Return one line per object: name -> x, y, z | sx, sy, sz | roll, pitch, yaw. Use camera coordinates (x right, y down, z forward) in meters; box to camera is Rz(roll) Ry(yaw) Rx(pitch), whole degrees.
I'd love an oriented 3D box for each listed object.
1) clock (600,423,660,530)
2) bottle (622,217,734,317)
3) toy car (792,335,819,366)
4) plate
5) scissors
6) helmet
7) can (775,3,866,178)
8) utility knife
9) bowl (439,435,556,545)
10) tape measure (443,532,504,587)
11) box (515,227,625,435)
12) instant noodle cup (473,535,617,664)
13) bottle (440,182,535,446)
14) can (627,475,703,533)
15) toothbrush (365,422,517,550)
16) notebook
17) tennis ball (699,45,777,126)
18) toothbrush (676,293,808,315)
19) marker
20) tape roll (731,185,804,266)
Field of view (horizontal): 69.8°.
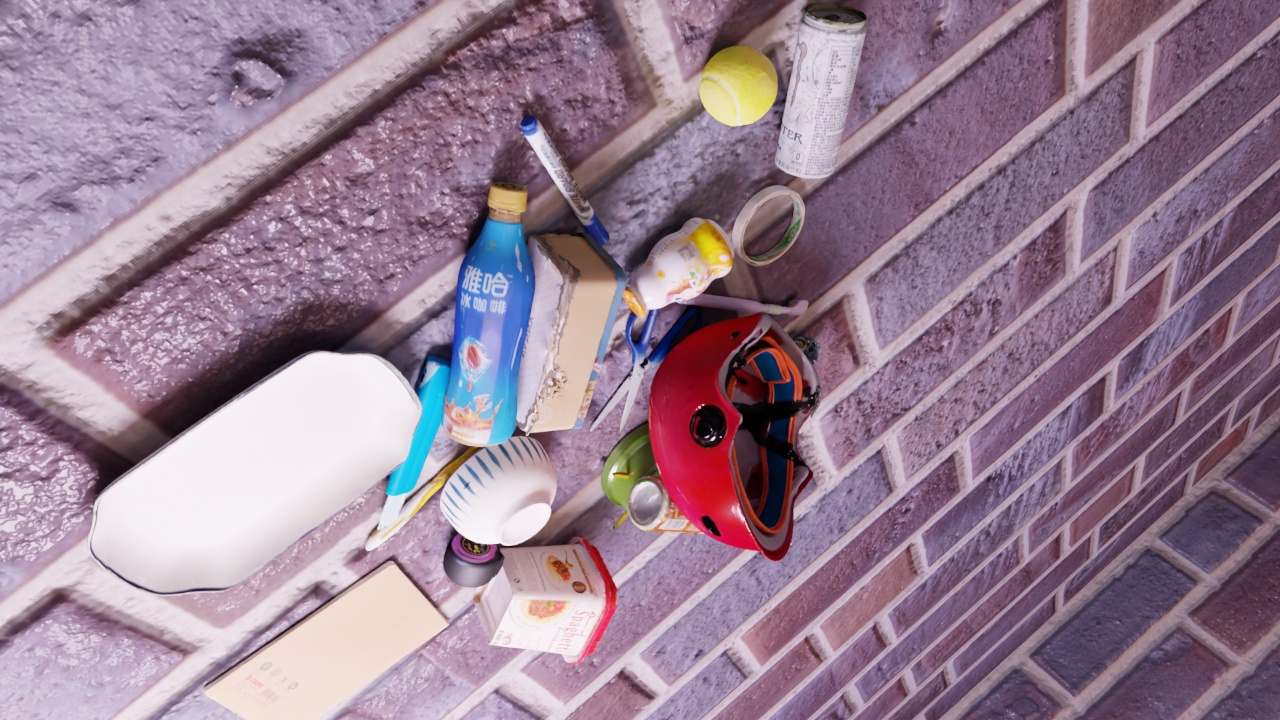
clock -> 0.032, 0.124, 1.042 | 0.161, 0.056, 0.116 | -22, 136, -25
bottle -> 0.033, -0.085, 0.861 | 0.108, 0.063, 0.063 | -36, 139, -10
toy car -> 0.164, 0.010, 1.076 | 0.105, 0.031, 0.049 | -39, 141, -5
plate -> -0.305, 0.085, 0.740 | 0.265, 0.034, 0.162 | -37, 139, -9
scissors -> 0.007, 0.003, 0.953 | 0.160, 0.012, 0.164 | -27, 139, -20
helmet -> 0.083, 0.077, 0.927 | 0.207, 0.144, 0.239 | 33, 60, -54
can -> 0.163, -0.244, 0.839 | 0.058, 0.058, 0.147 | -18, 133, -28
utility knife -> -0.205, 0.079, 0.830 | 0.034, 0.018, 0.188 | 3, 119, -44
bowl -> -0.128, 0.137, 0.893 | 0.116, 0.066, 0.117 | -30, 148, -21
tape measure -> -0.172, 0.204, 0.936 | 0.057, 0.057, 0.039 | -9, 130, -46
box -> -0.073, -0.028, 0.799 | 0.061, 0.089, 0.185 | -2, 128, -34
instant noodle cup -> -0.107, 0.261, 1.006 | 0.124, 0.116, 0.116 | 10, 117, -32
bottle -> -0.122, -0.037, 0.761 | 0.065, 0.065, 0.219 | -5, 116, -38
can -> 0.053, 0.159, 0.999 | 0.147, 0.058, 0.058 | 14, 113, -46
toothbrush -> -0.189, 0.117, 0.878 | 0.191, 0.018, 0.016 | -43, 138, -4
notebook -> -0.312, 0.301, 0.939 | 0.207, 0.008, 0.148 | -34, 139, -12
tennis ball -> 0.083, -0.232, 0.776 | 0.065, 0.065, 0.066 | -23, 135, -25
toothbrush -> 0.109, -0.062, 0.979 | 0.188, 0.021, 0.029 | 2, 154, -40
marker -> -0.061, -0.147, 0.764 | 0.017, 0.017, 0.146 | -41, 140, -5
tape roll -> 0.131, -0.137, 0.936 | 0.085, 0.014, 0.086 | -22, 135, -24
